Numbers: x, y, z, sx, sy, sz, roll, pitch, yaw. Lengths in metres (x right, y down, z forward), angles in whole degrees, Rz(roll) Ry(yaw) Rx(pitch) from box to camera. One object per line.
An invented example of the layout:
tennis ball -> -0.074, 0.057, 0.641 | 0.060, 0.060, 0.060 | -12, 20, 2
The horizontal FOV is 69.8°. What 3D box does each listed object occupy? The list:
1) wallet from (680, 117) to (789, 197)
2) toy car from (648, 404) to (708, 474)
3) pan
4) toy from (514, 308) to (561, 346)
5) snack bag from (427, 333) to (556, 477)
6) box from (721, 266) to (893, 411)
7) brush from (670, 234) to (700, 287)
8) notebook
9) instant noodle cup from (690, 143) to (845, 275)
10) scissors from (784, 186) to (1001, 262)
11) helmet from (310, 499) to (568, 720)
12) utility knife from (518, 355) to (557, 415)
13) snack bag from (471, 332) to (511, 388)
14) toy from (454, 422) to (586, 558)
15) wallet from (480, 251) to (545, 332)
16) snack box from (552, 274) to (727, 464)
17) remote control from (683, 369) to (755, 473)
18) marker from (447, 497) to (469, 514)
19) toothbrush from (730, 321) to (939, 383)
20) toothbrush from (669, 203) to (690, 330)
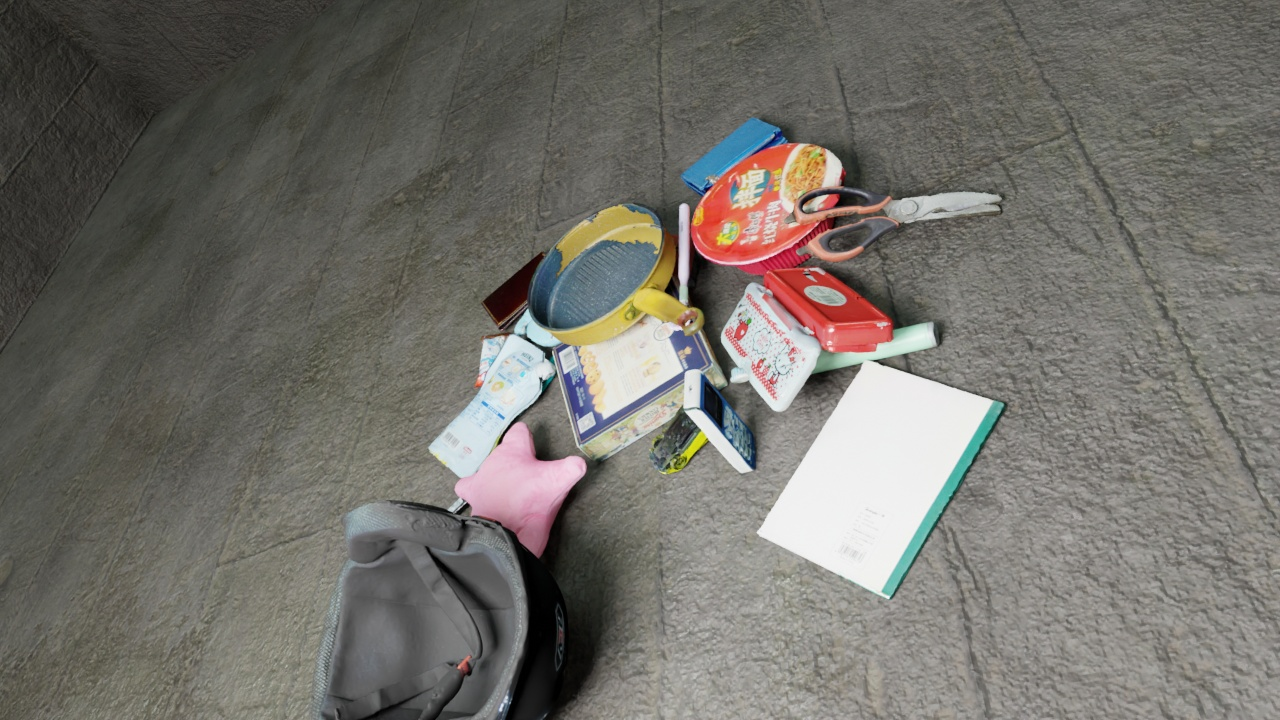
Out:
wallet -> 0.126, -0.271, 1.240 | 0.133, 0.040, 0.106 | -39, 31, 2
toy car -> 0.052, 0.078, 0.985 | 0.105, 0.032, 0.048 | -51, 40, 5
pan -> -0.017, -0.084, 1.040 | 0.197, 0.078, 0.357 | -47, 40, -4
toy -> -0.108, -0.061, 1.204 | 0.162, 0.050, 0.156 | -28, 29, 24
snack bag -> -0.189, 0.058, 1.174 | 0.190, 0.039, 0.110 | -52, 38, -10
box -> 0.159, -0.037, 0.947 | 0.155, 0.073, 0.201 | -32, 25, 2
brush -> 0.000, -0.119, 1.173 | 0.146, 0.069, 0.063 | -12, 47, 29
notebook -> 0.219, 0.102, 0.849 | 0.150, 0.012, 0.208 | 21, 69, 45
instant noodle cup -> 0.160, -0.171, 1.102 | 0.194, 0.066, 0.193 | -22, 43, 22
scissors -> 0.272, -0.147, 0.984 | 0.207, 0.015, 0.191 | 34, 81, 19
helmet -> -0.177, 0.260, 0.842 | 0.275, 0.230, 0.233 | -13, 61, 29
utility knife -> -0.108, -0.001, 1.191 | 0.029, 0.013, 0.179 | 13, 63, 48
snack bag -> -0.204, 0.000, 1.256 | 0.048, 0.026, 0.104 | -8, 49, 14
toy -> -0.151, 0.161, 1.036 | 0.195, 0.074, 0.178 | 20, 78, 50
wallet -> -0.171, -0.102, 1.322 | 0.122, 0.020, 0.096 | -41, 36, -1
snack box -> -0.006, 0.006, 1.083 | 0.183, 0.046, 0.177 | -31, 41, 10
remote control -> 0.078, 0.063, 0.905 | 0.024, 0.125, 0.048 | -18, 45, 24
marker -> -0.216, 0.174, 1.117 | 0.124, 0.015, 0.018 | -43, 39, 0
toothbrush -> 0.196, -0.003, 0.952 | 0.225, 0.026, 0.027 | -14, 53, 28
toothbrush -> 0.049, -0.116, 1.088 | 0.029, 0.021, 0.188 | -19, 49, 29
